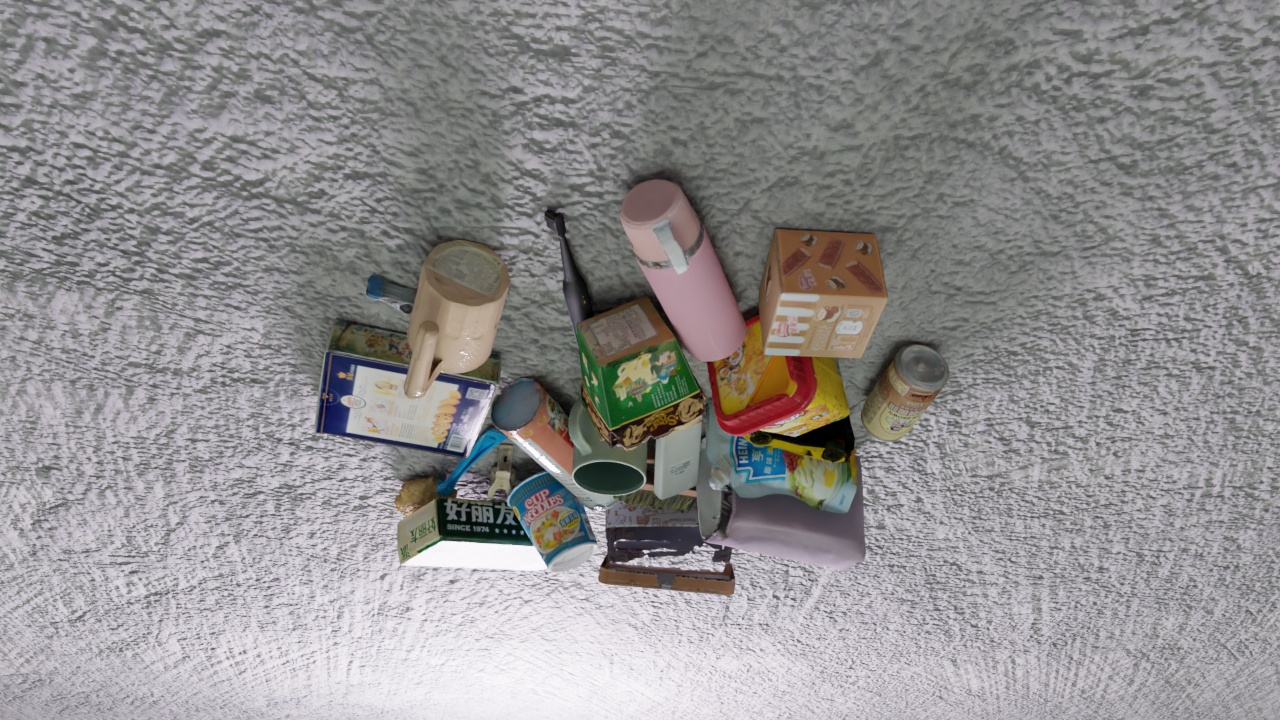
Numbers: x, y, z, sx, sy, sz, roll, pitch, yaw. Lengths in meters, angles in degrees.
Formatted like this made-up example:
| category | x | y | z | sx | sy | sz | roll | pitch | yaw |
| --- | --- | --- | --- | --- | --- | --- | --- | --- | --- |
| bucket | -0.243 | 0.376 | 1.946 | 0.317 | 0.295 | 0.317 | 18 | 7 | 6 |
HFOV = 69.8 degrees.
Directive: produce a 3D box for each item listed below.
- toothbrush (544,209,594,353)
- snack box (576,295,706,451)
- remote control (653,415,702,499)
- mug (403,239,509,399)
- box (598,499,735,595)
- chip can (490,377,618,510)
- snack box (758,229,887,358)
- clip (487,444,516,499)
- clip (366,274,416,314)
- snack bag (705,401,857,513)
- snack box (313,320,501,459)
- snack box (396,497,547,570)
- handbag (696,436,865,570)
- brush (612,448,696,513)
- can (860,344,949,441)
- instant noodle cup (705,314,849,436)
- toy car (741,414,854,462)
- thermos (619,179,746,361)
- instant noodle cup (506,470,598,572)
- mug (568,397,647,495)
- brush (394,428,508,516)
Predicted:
| category | x | y | z | sx | sy | sz | roll | pitch | yaw |
| --- | --- | --- | --- | --- | --- | --- | --- | --- | --- |
| toothbrush | -0.064 | -0.067 | 0.887 | 0.027 | 0.026 | 0.213 | 33 | 155 | 27 |
| snack box | -0.005 | 0.005 | 0.909 | 0.118 | 0.117 | 0.106 | -22 | 130 | -8 |
| remote control | 0.044 | 0.098 | 1.064 | 0.056 | 0.019 | 0.135 | -18 | 127 | -28 |
| mug | -0.179 | -0.037 | 0.852 | 0.084 | 0.124 | 0.104 | 28 | 140 | -1 |
| box | 0.036 | 0.255 | 1.232 | 0.181 | 0.157 | 0.149 | 0 | 144 | 2 |
| chip can | -0.093 | 0.104 | 1.094 | 0.071 | 0.071 | 0.215 | -14 | 142 | 22 |
| snack box | 0.163 | -0.060 | 0.840 | 0.094 | 0.076 | 0.093 | 2 | 146 | -2 |
| clip | -0.179 | 0.142 | 1.197 | 0.034 | 0.076 | 0.104 | 7 | 136 | -5 |
| clip | -0.244 | -0.064 | 0.902 | 0.056 | 0.024 | 0.028 | 23 | 144 | -38 |
| snack bag | 0.161 | 0.113 | 1.064 | 0.191 | 0.110 | 0.039 | 13 | 162 | -19 |
| snack box | -0.264 | 0.038 | 1.029 | 0.182 | 0.045 | 0.178 | 13 | 144 | -16 |
| snack box | -0.201 | 0.241 | 1.261 | 0.239 | 0.063 | 0.115 | 14 | 146 | -40 |
| handbag | 0.168 | 0.169 | 1.114 | 0.197 | 0.144 | 0.099 | 15 | 141 | -18 |
| brush | 0.016 | 0.141 | 1.129 | 0.145 | 0.063 | 0.073 | 16 | 106 | -45 |
| can | 0.284 | 0.036 | 0.991 | 0.058 | 0.058 | 0.116 | 6 | 146 | -6 |
| instant noodle cup | 0.145 | 0.021 | 0.940 | 0.116 | 0.116 | 0.123 | -26 | 148 | 34 |
| toy car | 0.172 | 0.073 | 1.040 | 0.155 | 0.071 | 0.041 | 12 | 140 | -11 |
| thermos | 0.044 | -0.071 | 0.823 | 0.067 | 0.087 | 0.199 | -26 | 142 | 4 |
| instant noodle cup | -0.107 | 0.210 | 1.188 | 0.099 | 0.110 | 0.099 | -23 | 152 | -14 |
| mug | -0.041 | 0.080 | 1.026 | 0.082 | 0.106 | 0.111 | -20 | 141 | 29 |
| brush | -0.244 | 0.149 | 1.201 | 0.083 | 0.045 | 0.255 | 26 | 135 | -25 |
